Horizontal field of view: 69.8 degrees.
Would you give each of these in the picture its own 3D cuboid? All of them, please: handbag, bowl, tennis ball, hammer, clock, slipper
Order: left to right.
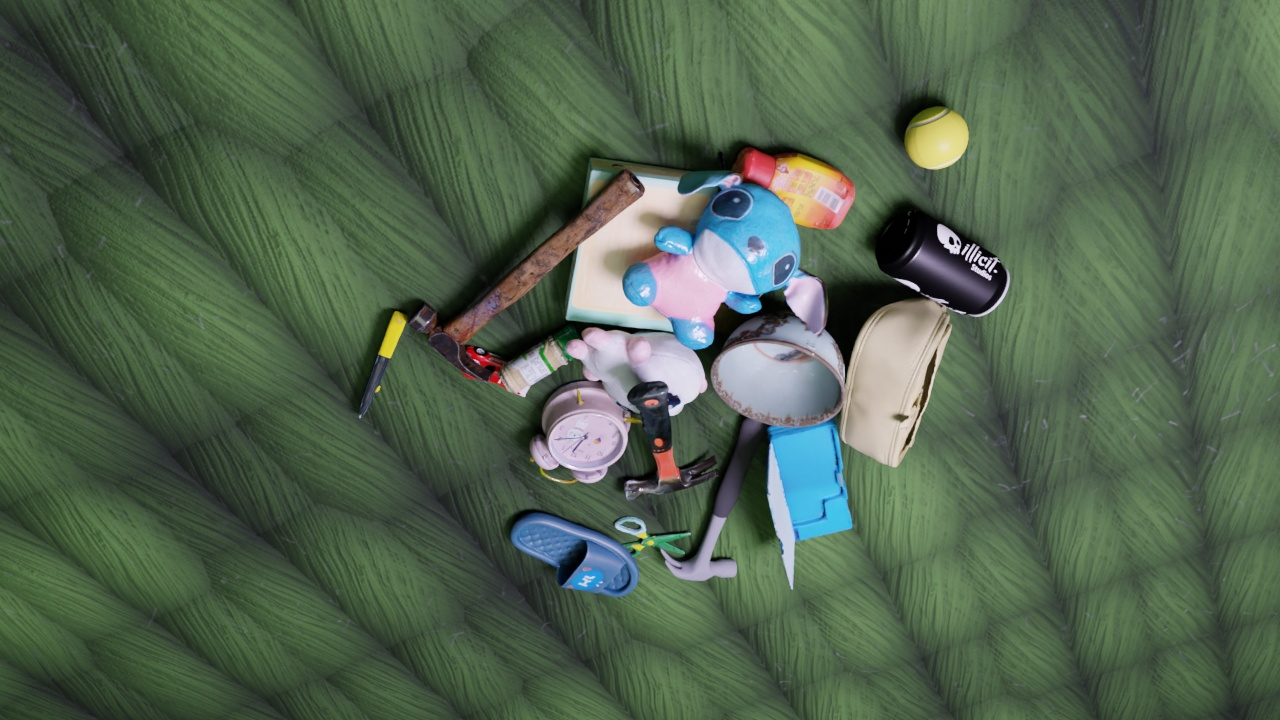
[{"bbox_3d":[-0.117,-0.096,1.030,0.331,0.033,0.120,-36,113,28],"label":"hammer"},{"bbox_3d":[-0.092,0.287,1.331,0.213,0.059,0.104,34,121,-21],"label":"slipper"},{"bbox_3d":[-0.079,0.102,1.199,0.116,0.058,0.158,24,121,-21],"label":"clock"},{"bbox_3d":[0.026,0.103,1.143,0.133,0.033,0.333,-10,154,3],"label":"hammer"},{"bbox_3d":[0.117,0.201,1.306,0.125,0.029,0.312,3,124,-20],"label":"hammer"},{"bbox_3d":[0.122,-0.116,1.086,0.084,0.027,0.178,21,116,-18],"label":"handbag"},{"bbox_3d":[0.172,-0.004,1.104,0.160,0.093,0.160,12,143,9],"label":"bowl"},{"bbox_3d":[0.321,0.032,1.125,0.088,0.190,0.233,28,133,28],"label":"handbag"},{"bbox_3d":[0.317,-0.238,0.984,0.065,0.065,0.065,-3,127,-4],"label":"tennis ball"}]

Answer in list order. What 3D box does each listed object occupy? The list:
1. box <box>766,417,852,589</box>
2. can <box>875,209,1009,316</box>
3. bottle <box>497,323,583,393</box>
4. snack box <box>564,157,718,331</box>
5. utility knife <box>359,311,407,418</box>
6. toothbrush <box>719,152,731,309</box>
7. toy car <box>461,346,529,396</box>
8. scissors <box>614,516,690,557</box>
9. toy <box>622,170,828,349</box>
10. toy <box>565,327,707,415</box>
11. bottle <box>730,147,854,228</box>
[{"bbox_3d":[0.231,0.196,1.251,0.114,0.113,0.244,-15,134,5],"label":"box"},{"bbox_3d":[0.352,-0.112,1.072,0.146,0.080,0.080,24,120,-22],"label":"can"},{"bbox_3d":[-0.119,-0.001,1.116,0.110,0.042,0.043,-31,125,-1],"label":"bottle"},{"bbox_3d":[-0.003,-0.127,1.047,0.141,0.044,0.194,6,125,-10],"label":"snack box"},{"bbox_3d":[-0.321,0.011,1.128,0.020,0.028,0.174,23,123,-14],"label":"utility knife"},{"bbox_3d":[0.101,-0.145,1.048,0.017,0.014,0.188,-14,118,-15],"label":"toothbrush"},{"bbox_3d":[-0.180,0.014,1.145,0.089,0.025,0.038,19,122,-19],"label":"toy car"},{"bbox_3d":[0.014,0.259,1.356,0.131,0.012,0.112,-12,127,4],"label":"scissors"},{"bbox_3d":[0.093,-0.095,0.998,0.192,0.098,0.224,-39,110,19],"label":"toy"},{"bbox_3d":[-0.007,0.006,1.098,0.179,0.101,0.139,24,152,-37],"label":"toy"},{"bbox_3d":[0.166,-0.192,1.013,0.134,0.048,0.072,16,122,-17],"label":"bottle"}]
